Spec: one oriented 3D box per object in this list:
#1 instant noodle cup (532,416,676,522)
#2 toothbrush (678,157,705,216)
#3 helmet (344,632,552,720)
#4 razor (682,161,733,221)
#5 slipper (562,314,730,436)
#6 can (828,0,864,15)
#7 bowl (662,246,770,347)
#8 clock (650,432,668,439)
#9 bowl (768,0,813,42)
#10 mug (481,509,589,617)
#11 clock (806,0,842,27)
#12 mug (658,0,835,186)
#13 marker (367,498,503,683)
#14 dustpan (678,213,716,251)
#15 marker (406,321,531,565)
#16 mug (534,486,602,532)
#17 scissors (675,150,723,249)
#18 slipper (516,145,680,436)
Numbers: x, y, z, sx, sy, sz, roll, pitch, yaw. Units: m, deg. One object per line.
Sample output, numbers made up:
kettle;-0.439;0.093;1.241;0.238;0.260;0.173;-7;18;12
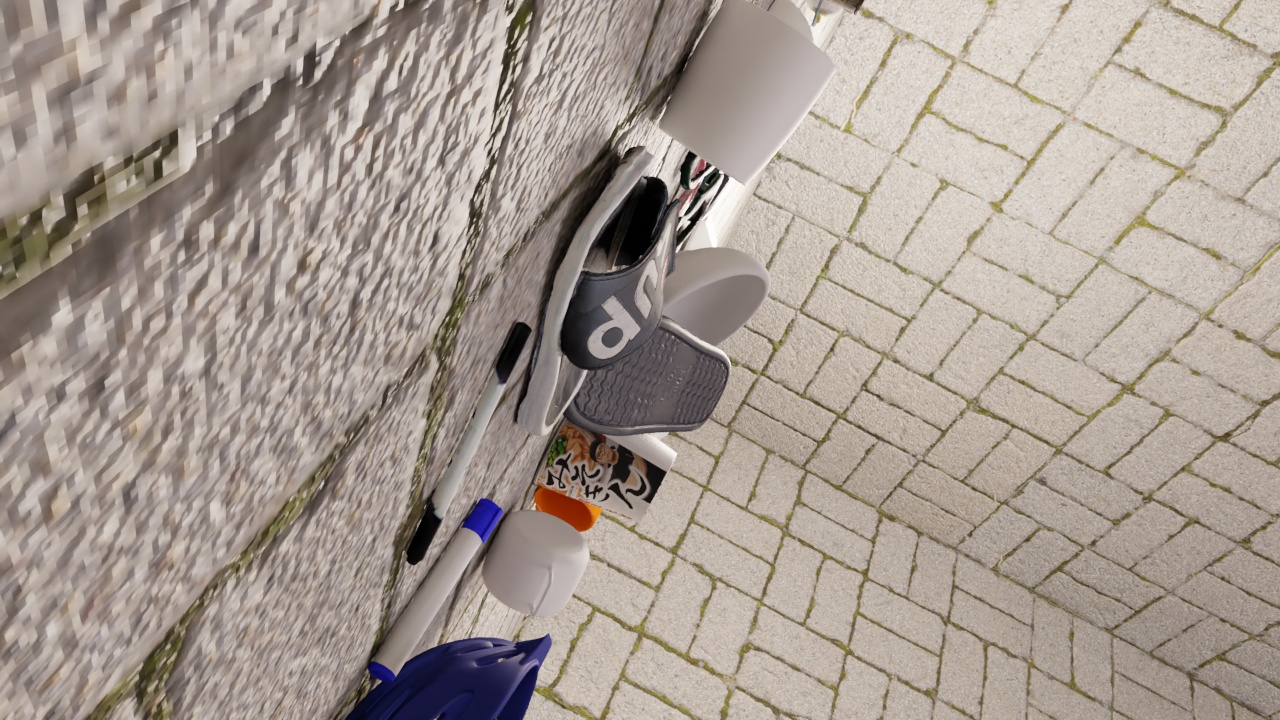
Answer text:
instant noodle cup;-0.034;0.110;0.998;0.123;0.122;0.124;-61;177;-6
toothbrush;0.052;-0.174;0.898;0.135;0.016;0.021;-62;168;-10
helmet;-0.101;0.299;0.594;0.241;0.228;0.148;-57;167;-24
razor;0.082;-0.196;0.990;0.142;0.047;0.052;-57;150;-33
slipper;-0.005;0.005;0.829;0.267;0.083;0.111;13;103;-60
can;0.165;-0.341;0.750;0.090;0.074;0.090;-63;178;-5
bowl;0.040;-0.060;0.924;0.176;0.066;0.177;-26;158;-11
clock;0.046;0.015;1.070;0.161;0.073;0.125;-68;170;19
bowl;0.129;-0.283;0.879;0.114;0.050;0.115;-62;177;-6
mug;-0.100;0.200;0.889;0.068;0.094;0.115;-64;-161;14
clock;0.183;-0.369;0.846;0.089;0.052;0.125;60;49;-83
mug;0.057;-0.171;0.584;0.088;0.081;0.114;-56;-151;12
marker;-0.138;0.155;0.631;0.141;0.020;0.020;-59;176;-39
dustpan;0.048;-0.071;1.145;0.258;0.053;0.191;-162;-84;-88
marker;-0.094;0.047;0.496;0.152;0.011;0.011;-63;177;13
mug;-0.082;0.149;1.105;0.113;0.077;0.095;-26;-156;42
scissors;0.078;-0.201;0.877;0.209;0.015;0.137;-54;164;-27
slipper;-0.021;-0.030;0.581;0.111;0.063;0.265;-60;179;-37
